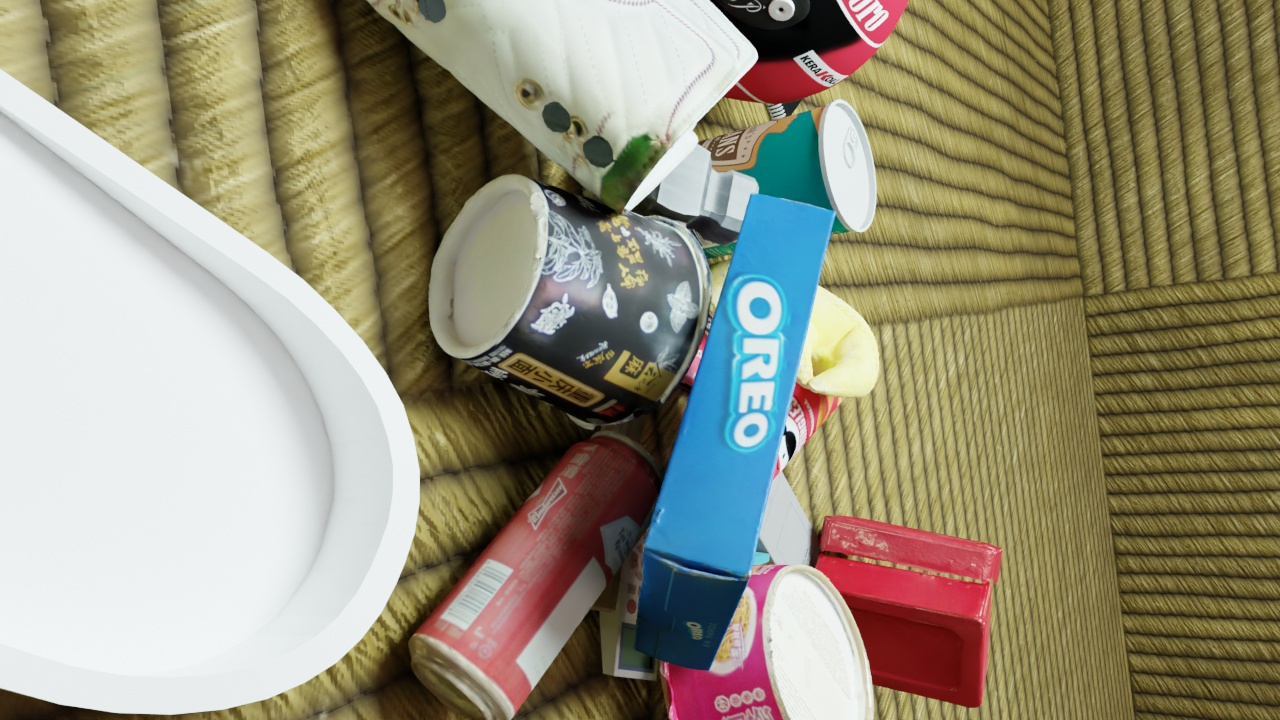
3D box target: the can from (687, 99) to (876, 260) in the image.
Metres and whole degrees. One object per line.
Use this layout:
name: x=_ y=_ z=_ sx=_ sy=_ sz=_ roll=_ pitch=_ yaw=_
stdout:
can: x=0.099 y=-0.138 z=0.728 sx=0.099 sy=0.144 sz=0.099 roll=13 pitch=73 yaw=-53

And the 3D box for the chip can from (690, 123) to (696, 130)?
chip can: x=-0.032 y=-0.238 z=0.639 sx=0.214 sy=0.052 sz=0.051 roll=46 pitch=49 yaw=-41

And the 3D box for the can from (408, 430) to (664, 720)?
can: x=-0.053 y=0.116 z=0.512 sx=0.169 sy=0.067 sz=0.067 roll=-51 pitch=125 yaw=-34

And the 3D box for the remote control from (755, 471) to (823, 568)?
remote control: x=0.124 y=0.154 z=0.822 sx=0.151 sy=0.019 sz=0.074 roll=59 pitch=41 yaw=-32

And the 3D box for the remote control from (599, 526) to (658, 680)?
remote control: x=-0.007 y=0.143 z=0.633 sx=0.049 sy=0.024 sz=0.143 roll=30 pitch=59 yaw=-49

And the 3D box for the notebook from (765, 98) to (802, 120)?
notebook: x=0.126 y=-0.359 z=0.918 sx=0.207 sy=0.016 sz=0.148 roll=63 pitch=39 yaw=-26

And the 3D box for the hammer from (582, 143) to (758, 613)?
hammer: x=-0.004 y=0.004 z=0.620 sx=0.117 sy=0.051 sz=0.322 roll=16 pitch=76 yaw=-17

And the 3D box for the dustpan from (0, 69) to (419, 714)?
dustpan: x=-0.199 y=0.027 z=0.354 sx=0.258 sy=0.053 sz=0.191 roll=47 pitch=48 yaw=-40

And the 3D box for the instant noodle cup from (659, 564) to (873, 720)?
instant noodle cup: x=0.098 y=0.220 z=0.647 sx=0.178 sy=0.078 sz=0.178 roll=32 pitch=45 yaw=-40

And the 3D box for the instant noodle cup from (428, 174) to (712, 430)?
instant noodle cup: x=-0.048 y=-0.036 z=0.523 sx=0.112 sy=0.138 sz=0.137 roll=19 pitch=68 yaw=-41

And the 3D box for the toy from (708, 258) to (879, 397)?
toy: x=0.127 y=-0.033 z=0.774 sx=0.170 sy=0.065 sz=0.154 roll=36 pitch=30 yaw=8

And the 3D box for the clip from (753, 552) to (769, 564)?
clip: x=0.064 y=0.194 z=0.726 sx=0.130 sy=0.031 sz=0.121 roll=40 pitch=49 yaw=-44

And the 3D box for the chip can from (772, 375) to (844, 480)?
chip can: x=0.117 y=0.047 z=0.786 sx=0.232 sy=0.073 sz=0.073 roll=-34 pitch=112 yaw=-53

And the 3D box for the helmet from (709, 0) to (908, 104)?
helmet: x=0.091 y=-0.321 z=0.680 sx=0.271 sy=0.225 sz=0.197 roll=45 pitch=50 yaw=-43

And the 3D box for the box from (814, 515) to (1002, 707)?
box: x=0.238 y=0.227 z=0.838 sx=0.147 sy=0.158 sz=0.156 roll=31 pitch=70 yaw=-61

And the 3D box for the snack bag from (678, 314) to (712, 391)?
snack bag: x=0.024 y=-0.019 z=0.714 sx=0.155 sy=0.018 sz=0.074 roll=24 pitch=64 yaw=-53

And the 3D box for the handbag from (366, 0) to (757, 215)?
handbag: x=-0.045 y=-0.186 z=0.502 sx=0.198 sy=0.096 sz=0.141 roll=40 pitch=43 yaw=-3

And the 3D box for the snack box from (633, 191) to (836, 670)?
snack box: x=0.054 y=0.050 z=0.563 sx=0.196 sy=0.056 sz=0.238 roll=93 pitch=13 yaw=-59
